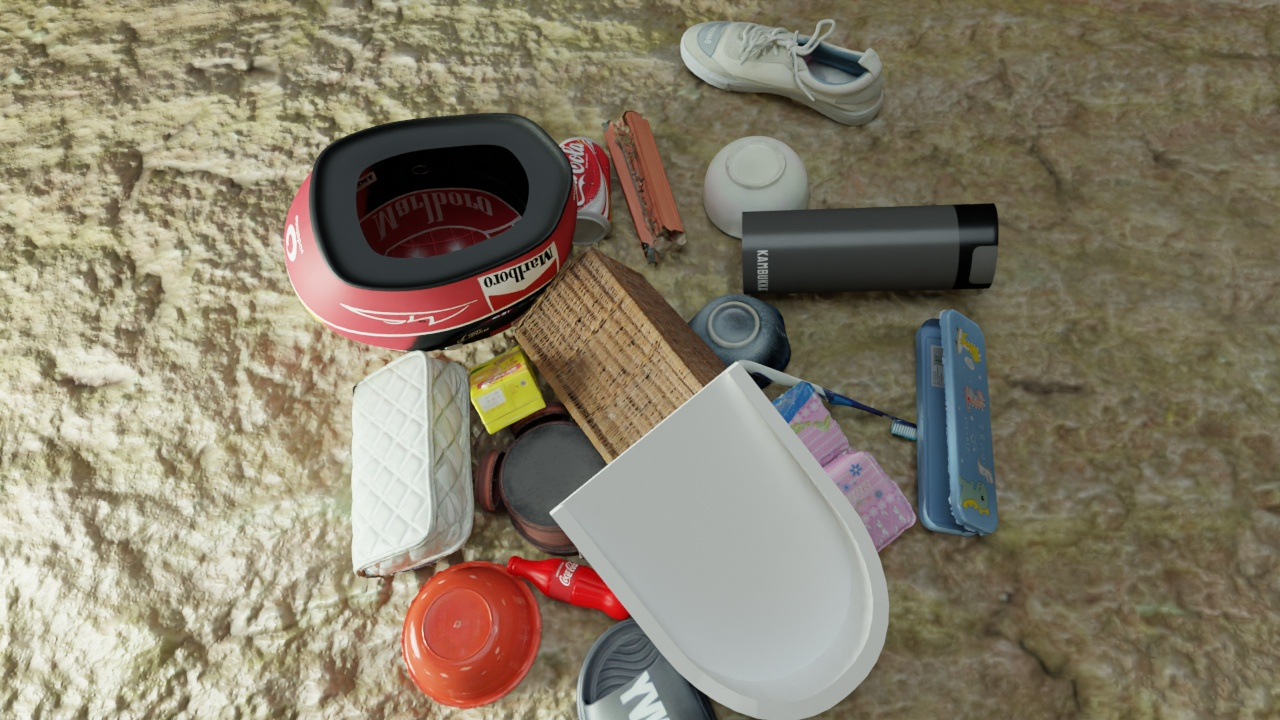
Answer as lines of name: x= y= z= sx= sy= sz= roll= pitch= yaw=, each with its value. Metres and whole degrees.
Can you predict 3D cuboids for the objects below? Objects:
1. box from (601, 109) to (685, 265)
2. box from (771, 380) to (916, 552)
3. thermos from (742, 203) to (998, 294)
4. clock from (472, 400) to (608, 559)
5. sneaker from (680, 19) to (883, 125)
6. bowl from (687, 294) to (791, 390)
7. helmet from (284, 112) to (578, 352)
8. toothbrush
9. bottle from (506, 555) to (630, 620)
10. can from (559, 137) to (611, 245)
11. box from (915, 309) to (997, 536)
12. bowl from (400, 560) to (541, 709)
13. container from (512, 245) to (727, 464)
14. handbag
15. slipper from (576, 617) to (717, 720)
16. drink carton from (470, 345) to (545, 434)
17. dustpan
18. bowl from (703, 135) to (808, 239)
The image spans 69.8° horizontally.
box: x=-0.007 y=-0.186 z=0.989 sx=0.064 sy=0.056 sz=0.188 roll=-34 pitch=57 yaw=32
box: x=0.105 y=0.140 z=0.798 sx=0.230 sy=0.035 sz=0.159 roll=-35 pitch=89 yaw=-8
thermos: x=0.221 y=-0.109 z=0.900 sx=0.240 sy=0.082 sz=0.082 roll=-1 pitch=65 yaw=8
clock: x=-0.085 y=0.107 z=0.849 sx=0.158 sy=0.072 sz=0.120 roll=32 pitch=73 yaw=19
sneaker: x=0.155 y=-0.341 z=1.013 sx=0.242 sy=0.091 sz=0.089 roll=25 pitch=72 yaw=19
bowl: x=0.092 y=-0.024 z=0.895 sx=0.110 sy=0.055 sz=0.110 roll=-3 pitch=65 yaw=7
helmet: x=-0.192 y=-0.112 z=0.871 sx=0.271 sy=0.225 sz=0.197 roll=-12 pitch=79 yaw=-5
toothbrush: x=0.175 y=0.036 z=0.855 sx=0.189 sy=0.016 sz=0.017 roll=21 pitch=80 yaw=1
bottle: x=-0.063 y=0.199 z=0.823 sx=0.119 sy=0.036 sz=0.036 roll=14 pitch=68 yaw=14
can: x=-0.064 y=-0.182 z=0.984 sx=0.064 sy=0.064 sz=0.104 roll=-5 pitch=65 yaw=6
box: x=0.292 y=0.052 z=0.826 sx=0.068 sy=0.059 sz=0.209 roll=10 pitch=66 yaw=-7
bowl: x=-0.156 y=0.238 z=0.813 sx=0.130 sy=0.045 sz=0.130 roll=-3 pitch=65 yaw=6
container: x=-0.005 y=0.005 z=0.843 sx=0.114 sy=0.112 sz=0.198 roll=-47 pitch=65 yaw=18
handbag: x=-0.216 y=0.097 z=0.860 sx=0.139 sy=0.072 sz=0.194 roll=-24 pitch=60 yaw=32
slipper: x=0.022 y=0.335 z=0.725 sx=0.110 sy=0.083 sz=0.268 roll=-25 pitch=66 yaw=-2
drink carton: x=-0.127 y=0.024 z=0.862 sx=0.058 sy=0.134 sz=0.043 roll=-27 pitch=104 yaw=-5
dustpan: x=0.085 y=0.163 z=0.732 sx=0.191 sy=0.053 sz=0.258 roll=-39 pitch=102 yaw=-6
bowl: x=0.121 y=-0.190 z=0.963 sx=0.113 sy=0.063 sz=0.113 roll=-3 pitch=65 yaw=6
